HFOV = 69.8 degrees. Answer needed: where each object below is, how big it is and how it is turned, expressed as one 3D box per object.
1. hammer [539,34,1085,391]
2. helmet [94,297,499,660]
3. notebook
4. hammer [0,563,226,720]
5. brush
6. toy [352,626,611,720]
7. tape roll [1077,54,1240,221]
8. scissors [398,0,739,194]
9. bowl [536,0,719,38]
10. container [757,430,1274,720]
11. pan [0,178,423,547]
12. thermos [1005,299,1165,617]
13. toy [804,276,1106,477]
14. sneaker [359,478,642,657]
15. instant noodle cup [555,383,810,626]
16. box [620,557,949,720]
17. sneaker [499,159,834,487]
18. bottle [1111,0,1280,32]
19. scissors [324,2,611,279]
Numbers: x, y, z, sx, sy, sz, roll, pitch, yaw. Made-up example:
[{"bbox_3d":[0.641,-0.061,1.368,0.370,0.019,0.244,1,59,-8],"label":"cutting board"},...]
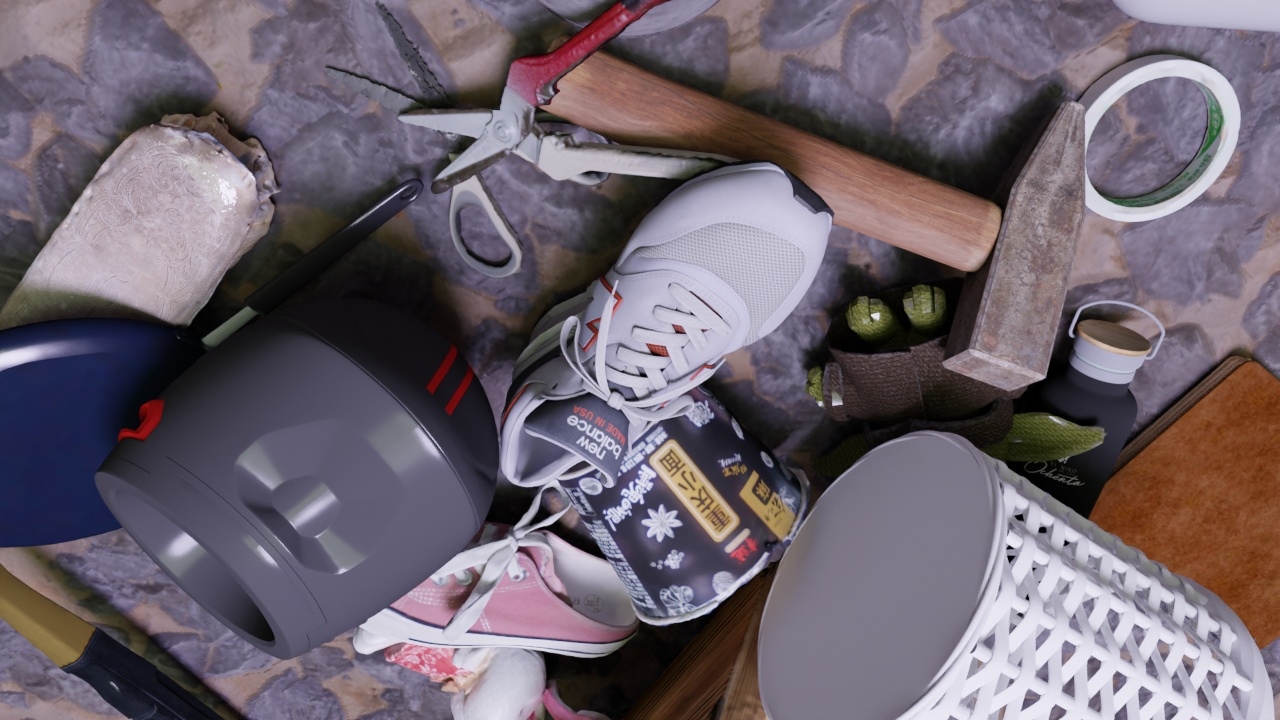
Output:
[{"bbox_3d":[0.088,-0.109,0.492,0.301,0.037,0.157,20,77,-1],"label":"hammer"},{"bbox_3d":[-0.171,0.053,0.502,0.164,0.169,0.265,52,146,-14],"label":"helmet"},{"bbox_3d":[0.430,0.112,0.658,0.225,0.024,0.168,33,112,-18],"label":"notebook"},{"bbox_3d":[-0.380,0.219,0.655,0.025,0.117,0.333,-24,122,13],"label":"hammer"},{"bbox_3d":[-0.311,-0.032,0.537,0.083,0.056,0.272,39,111,-20],"label":"brush"},{"bbox_3d":[-0.118,0.231,0.676,0.194,0.084,0.160,43,139,-22],"label":"toy"},{"bbox_3d":[0.290,-0.126,0.525,0.094,0.018,0.094,-1,119,-2],"label":"tape roll"},{"bbox_3d":[-0.033,-0.124,0.464,0.179,0.015,0.195,34,130,0],"label":"scissors"},{"bbox_3d":[-0.005,-0.223,0.434,0.145,0.067,0.145,-1,119,-1],"label":"bowl"},{"bbox_3d":[0.193,0.162,0.504,0.186,0.189,0.190,31,114,-14],"label":"container"},{"bbox_3d":[-0.268,0.005,0.531,0.356,0.021,0.199,-36,151,4],"label":"pan"},{"bbox_3d":[0.277,0.066,0.607,0.061,0.061,0.232,7,119,-5],"label":"thermos"},{"bbox_3d":[0.175,0.020,0.562,0.180,0.078,0.153,-10,120,29],"label":"toy"},{"bbox_3d":[-0.102,0.140,0.616,0.241,0.118,0.088,16,138,-16],"label":"sneaker"},{"bbox_3d":[0.017,0.075,0.570,0.137,0.137,0.112,-34,106,16],"label":"instant noodle cup"},{"bbox_3d":[0.044,0.297,0.631,0.263,0.269,0.280,23,116,-27],"label":"box"},{"bbox_3d":[-0.003,0.003,0.478,0.089,0.124,0.241,36,142,-18],"label":"sneaker"},{"bbox_3d":[0.293,-0.197,0.466,0.195,0.052,0.052,3,119,-3],"label":"bottle"},{"bbox_3d":[-0.093,-0.119,0.521,0.157,0.012,0.169,-1,118,-2],"label":"scissors"}]
